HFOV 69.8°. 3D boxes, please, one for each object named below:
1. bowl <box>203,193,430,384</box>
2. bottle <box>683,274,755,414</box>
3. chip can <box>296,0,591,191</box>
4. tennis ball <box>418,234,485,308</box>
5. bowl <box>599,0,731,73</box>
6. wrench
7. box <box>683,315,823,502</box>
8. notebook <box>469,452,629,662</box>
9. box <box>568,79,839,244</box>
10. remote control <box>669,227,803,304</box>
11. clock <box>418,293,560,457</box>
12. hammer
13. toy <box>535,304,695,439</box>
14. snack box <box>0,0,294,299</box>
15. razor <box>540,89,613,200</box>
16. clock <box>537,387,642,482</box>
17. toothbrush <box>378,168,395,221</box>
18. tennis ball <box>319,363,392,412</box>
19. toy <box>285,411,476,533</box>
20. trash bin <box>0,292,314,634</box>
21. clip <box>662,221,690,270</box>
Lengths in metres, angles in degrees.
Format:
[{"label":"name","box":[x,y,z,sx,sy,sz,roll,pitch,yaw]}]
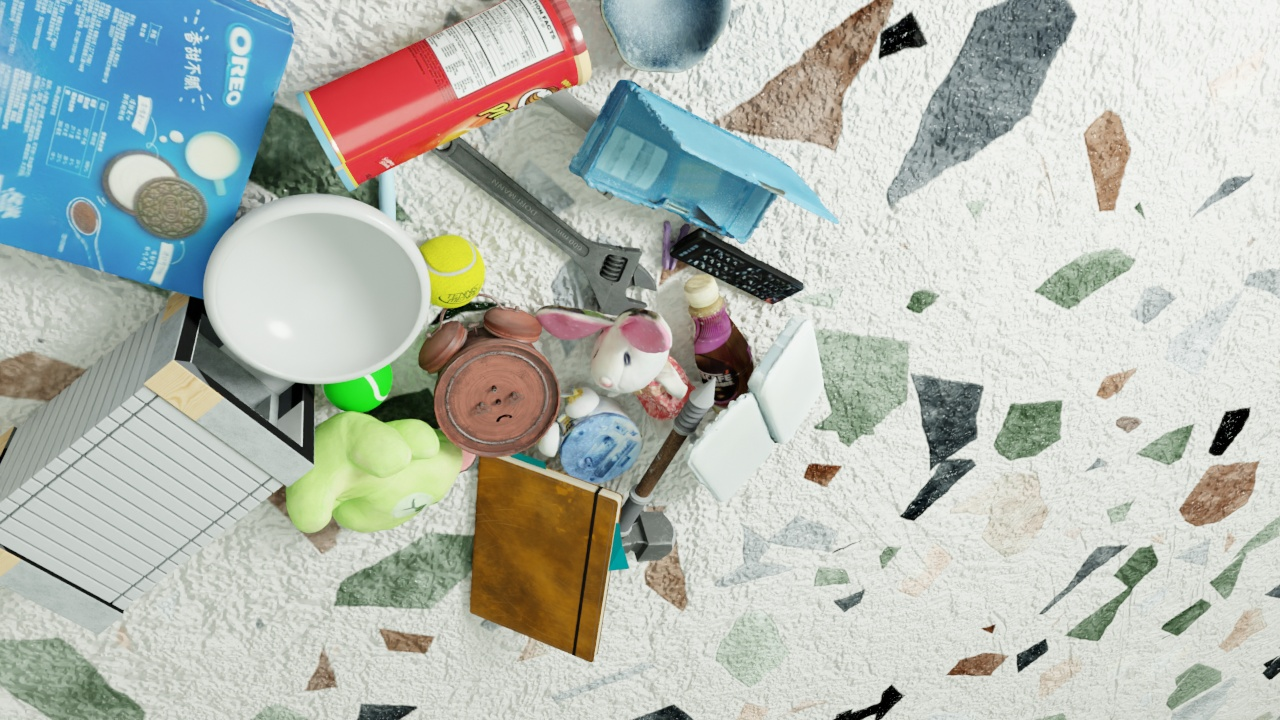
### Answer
[{"label":"bowl","box":[-0.270,-0.068,0.774,0.176,0.066,0.177,-11,129,-13]},{"label":"bottle","box":[0.083,-0.015,0.957,0.059,0.059,0.166,-24,126,-4]},{"label":"chip can","box":[-0.151,-0.216,0.723,0.213,0.087,0.087,-28,126,-8]},{"label":"tennis ball","box":[-0.173,-0.080,0.825,0.065,0.065,0.065,-9,123,-14]},{"label":"bowl","box":[0.015,-0.298,0.761,0.110,0.055,0.110,-9,123,-15]},{"label":"wrench","box":[-0.086,-0.126,0.858,0.273,0.018,0.073,36,105,-31]},{"label":"box","box":[0.126,0.059,0.954,0.191,0.045,0.209,-49,155,-9]},{"label":"notebook","box":[-0.101,0.211,0.999,0.178,0.014,0.250,17,120,15]},{"label":"box","box":[0.065,-0.149,0.798,0.231,0.111,0.094,13,118,-47]},{"label":"remote control","box":[0.099,-0.096,0.924,0.150,0.022,0.047,22,148,-35]},{"label":"clock","box":[-0.144,0.012,0.881,0.120,0.072,0.158,-18,116,-8]},{"label":"hammer","box":[0.014,0.119,0.958,0.155,0.043,0.323,1,140,-25]},{"label":"toy","box":[-0.005,0.005,0.920,0.084,0.159,0.194,-62,143,-25]},{"label":"snack box","box":[-0.394,-0.183,0.691,0.195,0.056,0.239,17,113,-28]},{"label":"razor","box":[-0.046,-0.210,0.807,0.116,0.047,0.088,33,106,-24]},{"label":"clock","box":[-0.058,0.076,0.971,0.125,0.052,0.089,33,106,-32]},{"label":"toothbrush","box":[-0.218,-0.169,0.784,0.022,0.016,0.155,8,120,3]},{"label":"tennis ball","box":[-0.265,0.016,0.853,0.065,0.065,0.065,-9,123,-14]},{"label":"toy","box":[-0.252,0.104,0.873,0.150,0.197,0.107,-37,81,-4]},{"label":"trash bin","box":[-0.427,0.082,0.791,0.247,0.142,0.142,-37,125,6]},{"label":"clip","box":[0.028,-0.116,0.906,0.043,0.014,0.051,28,106,-31]}]
